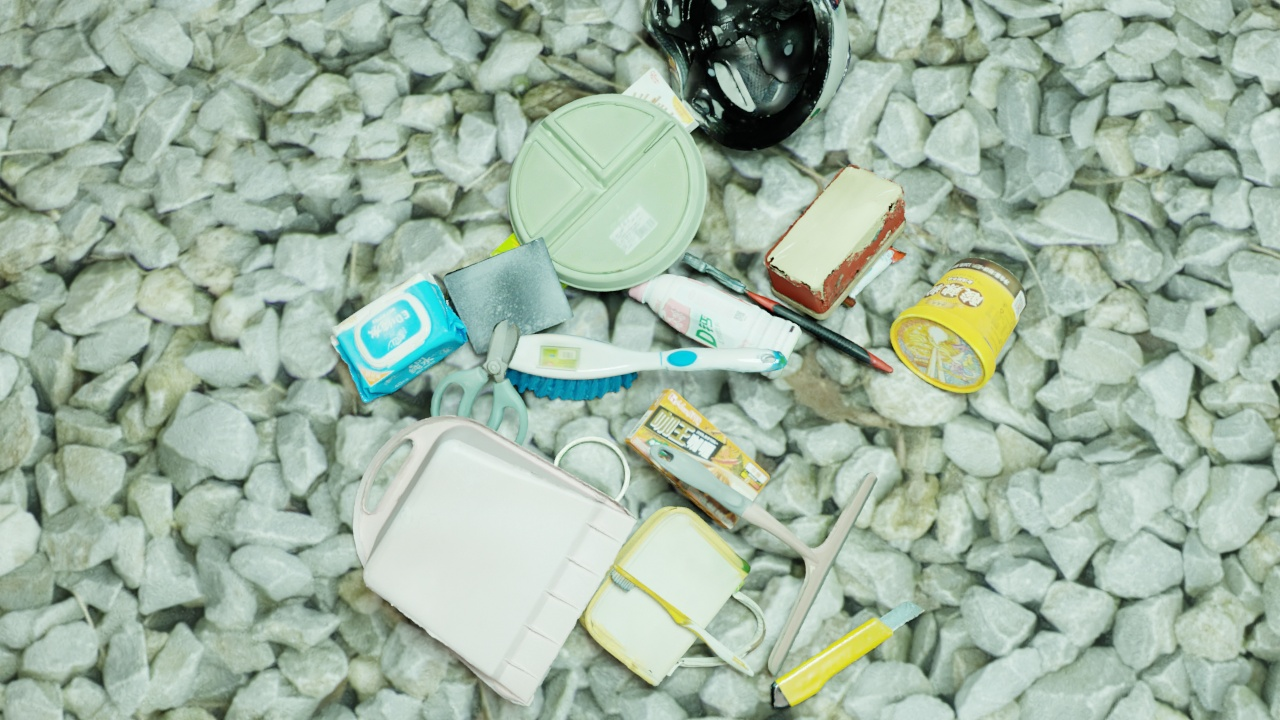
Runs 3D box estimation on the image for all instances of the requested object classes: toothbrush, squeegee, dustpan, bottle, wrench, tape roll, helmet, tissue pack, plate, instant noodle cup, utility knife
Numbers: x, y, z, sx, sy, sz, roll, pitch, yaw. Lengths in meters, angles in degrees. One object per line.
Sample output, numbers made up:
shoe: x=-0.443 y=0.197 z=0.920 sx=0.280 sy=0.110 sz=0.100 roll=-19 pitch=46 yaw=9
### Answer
toothbrush: x=0.043 y=0.268 z=0.933 sx=0.191 sy=0.016 sz=0.018 roll=40 pitch=88 yaw=-11
squeegee: x=0.113 y=0.159 z=0.953 sx=0.249 sy=0.040 sz=0.247 roll=36 pitch=73 yaw=-12
dustpan: x=-0.170 y=0.181 z=0.960 sx=0.273 sy=0.139 sz=0.222 roll=34 pitch=86 yaw=-7
bottle: x=0.081 y=-0.050 z=1.041 sx=0.197 sy=0.068 sz=0.068 roll=27 pitch=76 yaw=8
wrench: x=0.170 y=-0.054 z=1.056 sx=0.273 sy=0.056 sz=0.016 roll=29 pitch=100 yaw=1
tape roll: x=-0.055 y=0.127 z=1.016 sx=0.086 sy=0.014 sz=0.085 roll=1 pitch=76 yaw=-2
helmet: x=0.144 y=-0.383 z=1.072 sx=0.156 sy=0.231 sz=0.274 roll=-21 pitch=77 yaw=-48
tissue pack: x=-0.267 y=-0.027 z=1.013 sx=0.140 sy=0.063 sz=0.090 roll=-33 pitch=78 yaw=4
plate: x=-0.041 y=-0.193 z=1.032 sx=0.230 sy=0.027 sz=0.230 roll=-1 pitch=85 yaw=9
instant noodle cup: x=0.362 y=-0.044 z=1.027 sx=0.118 sy=0.119 sz=0.114 roll=40 pitch=70 yaw=8
utility knife: x=0.220 y=0.312 z=0.977 sx=0.195 sy=0.015 sz=0.033 roll=-29 pitch=82 yaw=-9

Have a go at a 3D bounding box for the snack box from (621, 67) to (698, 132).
snack box: x=-0.018 y=-0.261 z=1.083 sx=0.157 sy=0.026 sz=0.084 roll=-38 pitch=79 yaw=13

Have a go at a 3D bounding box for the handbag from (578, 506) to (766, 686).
handbag: x=0.043 y=0.262 z=0.970 sx=0.178 sy=0.063 sz=0.163 roll=43 pitch=78 yaw=-7

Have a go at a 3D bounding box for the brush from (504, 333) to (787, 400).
brush: x=-0.006 y=0.006 z=1.000 sx=0.314 sy=0.110 sz=0.060 roll=5 pitch=70 yaw=-1

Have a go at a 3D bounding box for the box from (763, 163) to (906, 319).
box: x=0.224 y=-0.141 z=1.048 sx=0.091 sy=0.080 sz=0.168 roll=34 pitch=76 yaw=32

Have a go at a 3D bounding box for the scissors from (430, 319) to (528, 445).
scissors: x=-0.183 y=0.024 z=0.989 sx=0.132 sy=0.019 sz=0.186 roll=6 pitch=112 yaw=12

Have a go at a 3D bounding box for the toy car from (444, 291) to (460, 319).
toy car: x=-0.181 y=-0.080 z=1.047 sx=0.090 sy=0.034 sz=0.043 roll=-38 pitch=81 yaw=5

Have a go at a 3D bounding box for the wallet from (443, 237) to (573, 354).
wallet: x=-0.147 y=-0.071 z=1.021 sx=0.121 sy=0.019 sz=0.097 roll=-21 pitch=101 yaw=2

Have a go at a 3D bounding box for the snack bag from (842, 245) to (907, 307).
snack bag: x=0.264 y=-0.106 z=1.081 sx=0.048 sy=0.026 sz=0.104 roll=40 pitch=78 yaw=21

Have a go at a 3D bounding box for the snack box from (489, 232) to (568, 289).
snack box: x=-0.089 y=-0.141 z=1.062 sx=0.156 sy=0.026 sz=0.086 roll=-42 pitch=79 yaw=2

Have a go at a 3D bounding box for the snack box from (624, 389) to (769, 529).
snack box: x=0.062 y=0.107 z=0.995 sx=0.153 sy=0.026 sz=0.075 roll=42 pitch=77 yaw=-12
